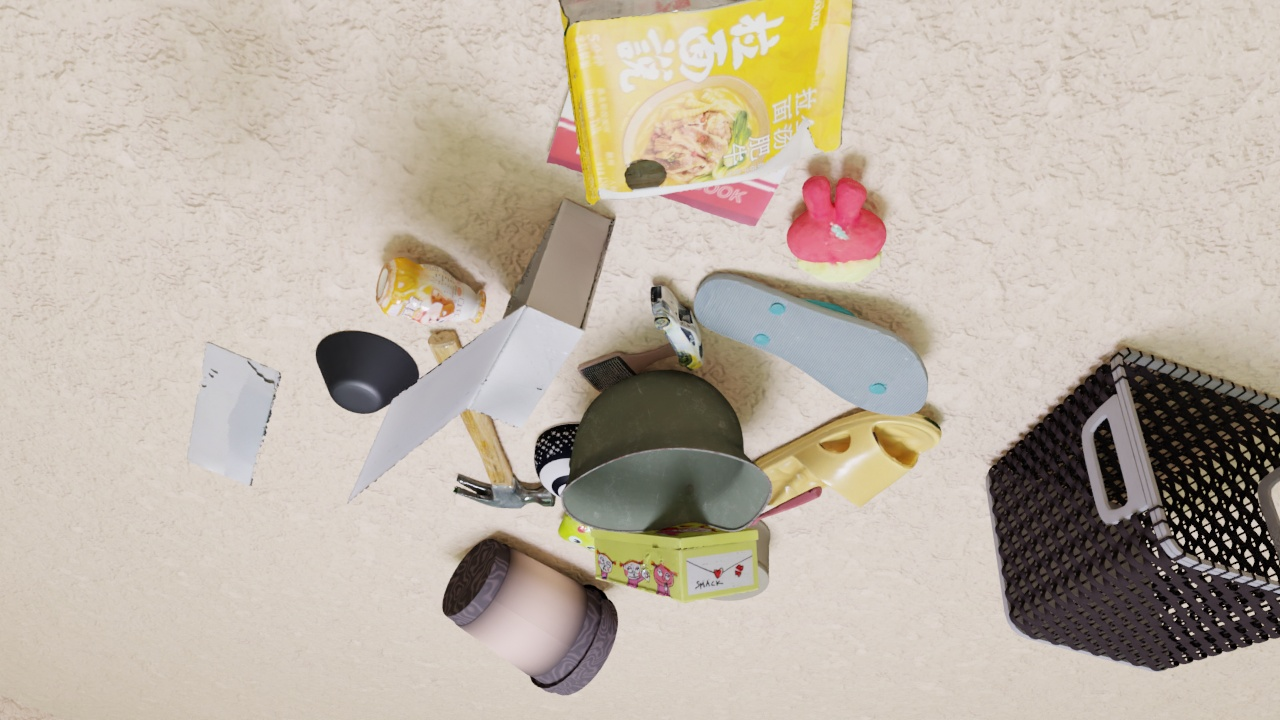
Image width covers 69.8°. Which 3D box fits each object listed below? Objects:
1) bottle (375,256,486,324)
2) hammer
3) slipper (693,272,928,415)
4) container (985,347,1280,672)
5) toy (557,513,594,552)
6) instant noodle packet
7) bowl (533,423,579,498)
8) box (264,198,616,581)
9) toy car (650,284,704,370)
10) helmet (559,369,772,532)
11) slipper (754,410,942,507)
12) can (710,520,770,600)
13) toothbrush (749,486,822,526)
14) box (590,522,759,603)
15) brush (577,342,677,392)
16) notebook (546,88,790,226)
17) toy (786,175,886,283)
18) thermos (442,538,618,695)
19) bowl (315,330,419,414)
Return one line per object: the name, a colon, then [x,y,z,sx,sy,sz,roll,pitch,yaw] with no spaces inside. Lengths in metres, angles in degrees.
bottle: [-0.217,-0.068,0.956,0.109,0.063,0.063,12,140,-28]
hammer: [-0.203,0.086,1.153,0.132,0.033,0.331,-1,137,10]
slipper: [0.187,-0.030,0.964,0.269,0.054,0.098,26,134,-5]
container: [0.556,0.179,1.001,0.245,0.246,0.244,17,141,-12]
toy: [-0.059,0.229,1.285,0.092,0.043,0.118,29,132,-22]
instant noodle packet: [0.054,-0.219,0.728,0.221,0.084,0.163,-6,138,3]
bowl: [-0.079,0.142,1.171,0.120,0.066,0.120,4,139,3]
box: [-0.143,0.026,0.803,0.108,0.417,0.167,33,134,-3]
toy car: [0.042,-0.036,0.968,0.033,0.048,0.105,-18,134,19]
helmet: [0.015,0.102,1.045,0.226,0.153,0.269,16,140,-24]
slipper: [0.236,0.135,1.114,0.264,0.078,0.099,-28,128,36]
can: [0.119,0.276,1.292,0.128,0.073,0.128,4,139,3]
toothbrush: [0.174,0.183,1.152,0.016,0.016,0.190,30,153,-8]
box: [0.038,0.248,1.171,0.124,0.079,0.221,-1,177,-29]
brush: [-0.006,0.006,1.046,0.136,0.015,0.050,-20,133,27]
notebook: [0.036,-0.203,0.806,0.208,0.012,0.153,15,136,-11]
toy: [0.182,-0.119,0.857,0.092,0.045,0.135,-5,142,17]
thermos: [-0.170,0.382,1.389,0.226,0.172,0.173,39,130,-23]
bowl: [-0.329,0.027,1.083,0.124,0.052,0.124,4,139,3]
